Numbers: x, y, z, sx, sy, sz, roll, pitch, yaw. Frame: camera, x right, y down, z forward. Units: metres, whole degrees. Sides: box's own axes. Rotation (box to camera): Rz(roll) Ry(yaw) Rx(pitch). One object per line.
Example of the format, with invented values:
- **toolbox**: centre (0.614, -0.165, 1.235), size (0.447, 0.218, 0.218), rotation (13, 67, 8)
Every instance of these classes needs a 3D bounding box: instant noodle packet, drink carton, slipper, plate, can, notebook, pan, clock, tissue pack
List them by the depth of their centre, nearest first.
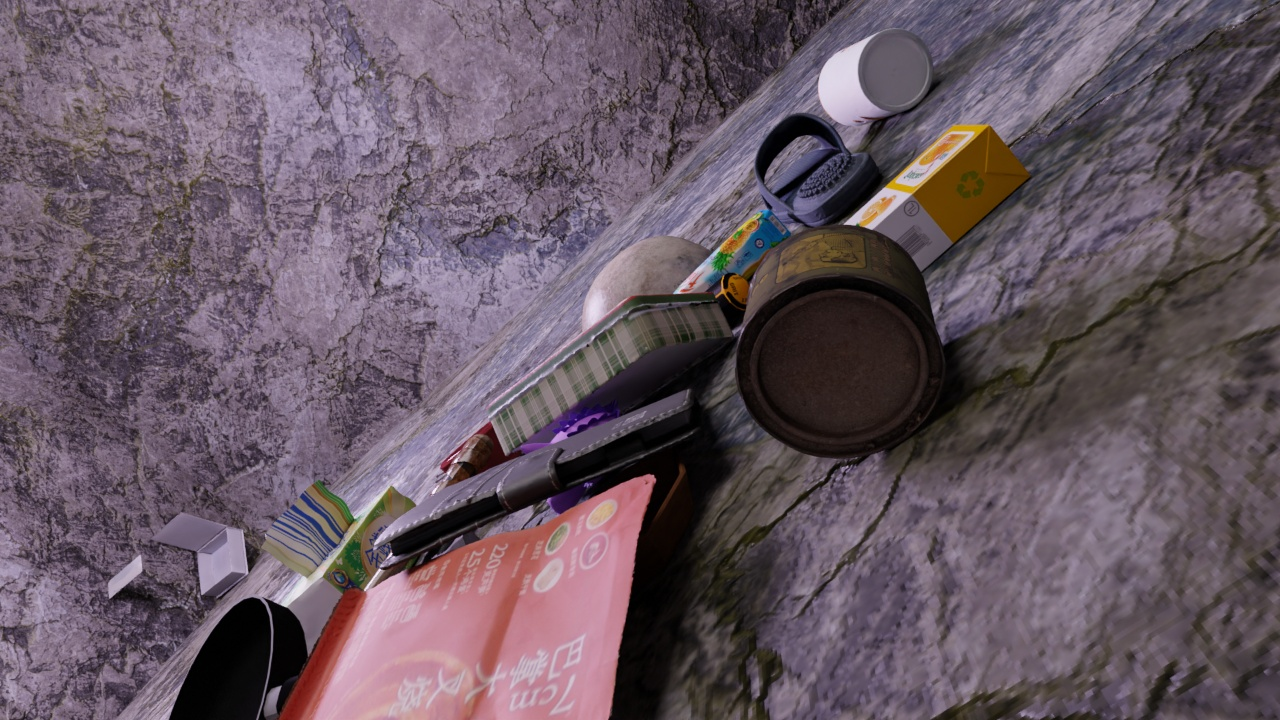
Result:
- **can**: centre (0.092, -0.010, 0.430), size (0.090, 0.090, 0.074), rotation (-39, 12, 25)
- **instant noodle packet**: centre (-0.086, 0.152, 0.463), size (0.221, 0.084, 0.164), rotation (-36, 21, 28)
- **plate**: centre (-0.013, 0.107, 0.543), size (0.131, 0.025, 0.131), rotation (-42, 11, 10)
- **drink carton**: centre (0.169, -0.088, 0.568), size (0.122, 0.040, 0.058), rotation (-42, 11, 9)
- **notebook**: centre (-0.058, 0.070, 0.602), size (0.209, 0.029, 0.169), rotation (-26, 1, 4)
- **pan**: centre (-0.290, 0.273, 0.715), size (0.357, 0.044, 0.203), rotation (-28, 46, 39)
- **drink carton**: centre (0.084, -0.089, 0.876), size (0.129, 0.038, 0.044), rotation (-44, 11, 1)
- **slipper**: centre (0.153, -0.189, 0.892), size (0.101, 0.082, 0.263), rotation (-44, 11, 10)
- **tissue pack**: centre (-0.335, 0.211, 1.005), size (0.120, 0.141, 0.197), rotation (-41, 11, 14)
- **clock**: centre (-0.167, 0.099, 1.030), size (0.137, 0.048, 0.096), rotation (-41, 6, -10)

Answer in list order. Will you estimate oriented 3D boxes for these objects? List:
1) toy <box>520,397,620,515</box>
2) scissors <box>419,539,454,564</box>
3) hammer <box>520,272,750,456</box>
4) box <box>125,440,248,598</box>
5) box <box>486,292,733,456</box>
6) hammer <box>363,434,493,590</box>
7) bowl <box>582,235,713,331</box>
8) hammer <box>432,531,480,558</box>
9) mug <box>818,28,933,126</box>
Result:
- **toy**: centre (-0.046, 0.068, 0.719), size (0.088, 0.056, 0.106), rotation (-33, 22, -5)
- **scissors**: centre (-0.189, 0.171, 0.951), size (0.144, 0.019, 0.126), rotation (-45, 10, -13)
- **hammer**: centre (-0.005, 0.005, 0.875), size (0.322, 0.036, 0.123), rotation (-36, 12, 44)
- **box**: centre (-1.440, 0.504, 2.909), size (0.167, 0.512, 0.172), rotation (-37, 7, 18)
- **box**: centre (-0.029, 0.012, 0.767), size (0.117, 0.050, 0.206), rotation (-12, -18, -48)
- **hammer**: centre (-0.241, 0.200, 0.890), size (0.317, 0.049, 0.122), rotation (-57, 13, -28)
- **bowl**: centre (-0.003, -0.078, 0.987), size (0.178, 0.081, 0.178), rotation (-42, 4, 3)
- **hammer**: centre (-0.196, 0.241, 0.703), size (0.111, 0.028, 0.300), rotation (-40, 12, 14)
- **mug**: centre (0.239, -0.288, 0.941), size (0.082, 0.082, 0.105), rotation (-44, 12, -1)
